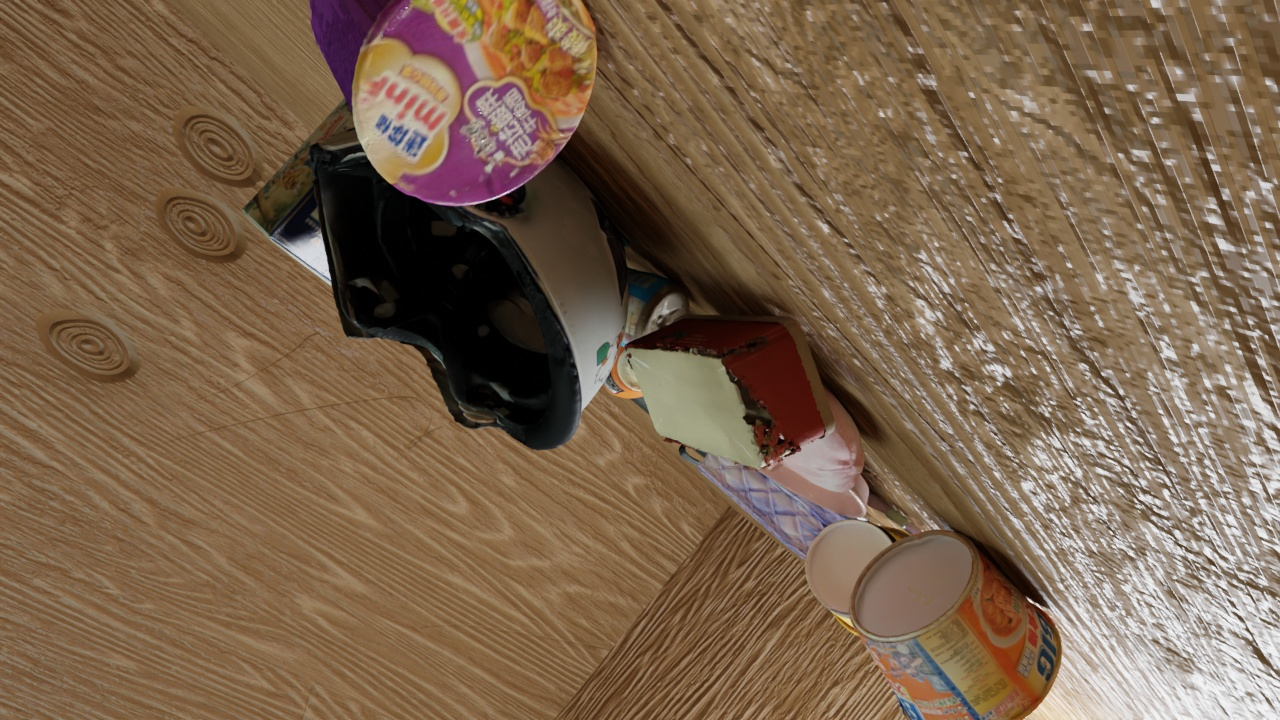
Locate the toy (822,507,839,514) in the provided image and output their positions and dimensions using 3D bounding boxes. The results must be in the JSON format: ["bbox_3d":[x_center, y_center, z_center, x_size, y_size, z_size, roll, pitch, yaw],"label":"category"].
[{"bbox_3d":[0.185,0.128,0.997,0.108,0.039,0.083,36,-168,26],"label":"toy"}]

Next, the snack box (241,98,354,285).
[{"bbox_3d":[-0.214,-0.142,0.783,0.046,0.182,0.178,39,174,24],"label":"snack box"}]

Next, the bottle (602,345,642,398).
[{"bbox_3d":[-0.005,0.005,0.842,0.067,0.066,0.149,41,176,-6],"label":"bottle"}]

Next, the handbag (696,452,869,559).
[{"bbox_3d":[0.168,0.154,1.073,0.194,0.076,0.134,39,-169,23],"label":"handbag"}]

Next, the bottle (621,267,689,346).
[{"bbox_3d":[-0.060,-0.067,0.784,0.219,0.065,0.065,24,166,34],"label":"bottle"}]

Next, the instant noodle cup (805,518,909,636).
[{"bbox_3d":[0.228,0.216,0.921,0.118,0.118,0.114,36,-179,36],"label":"instant noodle cup"}]

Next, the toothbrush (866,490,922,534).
[{"bbox_3d":[0.218,0.134,0.915,0.189,0.021,0.029,38,151,41],"label":"toothbrush"}]

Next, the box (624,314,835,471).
[{"bbox_3d":[0.049,0.022,0.638,0.168,0.075,0.091,8,122,67],"label":"box"}]

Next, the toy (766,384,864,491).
[{"bbox_3d":[0.107,0.037,0.704,0.159,0.054,0.121,37,162,38],"label":"toy"}]

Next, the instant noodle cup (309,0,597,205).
[{"bbox_3d":[-0.091,-0.141,0.411,0.099,0.111,0.111,47,180,37],"label":"instant noodle cup"}]

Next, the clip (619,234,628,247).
[{"bbox_3d":[-0.036,-0.105,0.732,0.057,0.047,0.014,44,175,-8],"label":"clip"}]

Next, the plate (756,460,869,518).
[{"bbox_3d":[0.121,0.075,0.880,0.229,0.028,0.230,35,169,7],"label":"plate"}]

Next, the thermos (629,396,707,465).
[{"bbox_3d":[0.020,0.047,1.231,0.242,0.089,0.069,41,133,-7],"label":"thermos"}]

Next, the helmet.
[{"bbox_3d":[-0.107,-0.076,0.674,0.274,0.156,0.231,31,142,20],"label":"helmet"}]

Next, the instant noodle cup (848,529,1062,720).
[{"bbox_3d":[0.255,0.223,0.774,0.111,0.151,0.151,51,172,-17],"label":"instant noodle cup"}]
